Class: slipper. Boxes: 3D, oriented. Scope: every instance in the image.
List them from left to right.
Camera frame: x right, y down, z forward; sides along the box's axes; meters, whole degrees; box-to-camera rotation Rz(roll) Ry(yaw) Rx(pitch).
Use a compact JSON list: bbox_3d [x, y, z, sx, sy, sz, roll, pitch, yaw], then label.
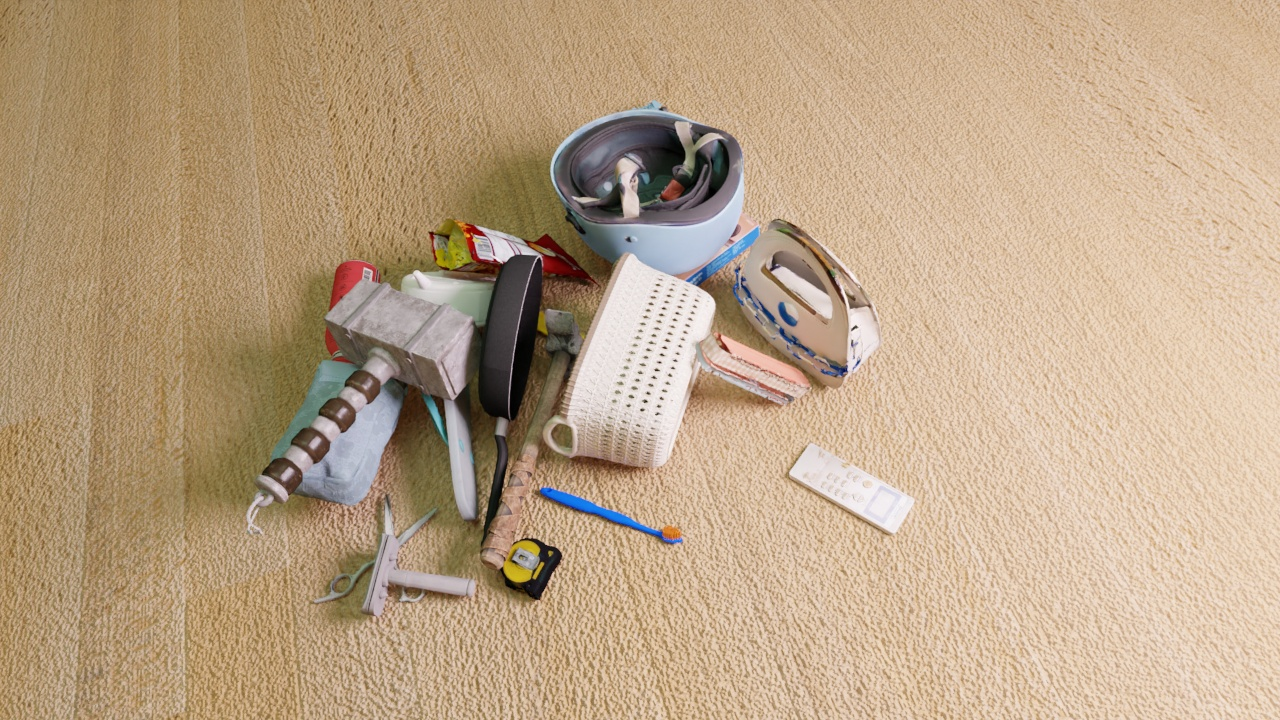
[{"bbox_3d":[-0.239,0.070,1.120,0.055,0.098,0.268,-12,57,-2],"label":"slipper"}]

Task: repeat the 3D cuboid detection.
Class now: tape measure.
[{"bbox_3d":[-0.127,0.231,1.034,0.061,0.034,0.061,16,59,19],"label":"tape measure"}]

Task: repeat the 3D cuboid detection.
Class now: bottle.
[{"bbox_3d":[-0.392,-0.052,1.244,0.062,0.062,0.176,-6,56,3],"label":"bottle"}]

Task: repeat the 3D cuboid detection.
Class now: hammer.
[{"bbox_3d":[-0.330,0.054,1.016,0.177,0.080,0.325,19,55,23],"label":"hammer"},{"bbox_3d":[-0.126,0.091,1.080,0.049,0.122,0.317,9,60,13],"label":"hammer"}]

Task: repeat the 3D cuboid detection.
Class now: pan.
[{"bbox_3d":[-0.166,0.044,1.093,0.044,0.204,0.355,10,79,-1],"label":"pan"}]

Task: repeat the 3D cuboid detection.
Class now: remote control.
[{"bbox_3d":[0.242,0.147,1.055,0.136,0.011,0.050,29,64,24],"label":"remote control"}]

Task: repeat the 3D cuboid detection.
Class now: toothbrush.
[{"bbox_3d":[-0.036,0.177,1.068,0.183,0.018,0.016,17,35,18],"label":"toothbrush"}]

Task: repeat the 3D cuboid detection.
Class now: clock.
[{"bbox_3d":[-0.246,-0.088,1.197,0.125,0.073,0.160,9,14,21],"label":"clock"}]

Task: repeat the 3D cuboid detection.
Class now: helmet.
[{"bbox_3d":[0.008,-0.210,1.190,0.225,0.167,0.266,-38,57,-22],"label":"helmet"}]

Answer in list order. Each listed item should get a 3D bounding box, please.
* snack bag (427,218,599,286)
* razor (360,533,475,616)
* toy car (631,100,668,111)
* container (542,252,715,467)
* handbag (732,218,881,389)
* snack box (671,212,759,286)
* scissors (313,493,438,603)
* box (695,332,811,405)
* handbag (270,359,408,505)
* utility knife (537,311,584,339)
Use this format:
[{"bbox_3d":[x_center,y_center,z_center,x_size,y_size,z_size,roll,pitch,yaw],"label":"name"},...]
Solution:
[{"bbox_3d":[-0.166,-0.146,1.224,0.207,0.067,0.139,-3,29,-45],"label":"snack bag"},{"bbox_3d":[-0.244,0.247,1.028,0.116,0.047,0.088,8,63,1],"label":"razor"},{"bbox_3d":[0.027,-0.347,1.408,0.060,0.027,0.107,-24,66,-8],"label":"toy car"},{"bbox_3d":[-0.006,0.006,1.088,0.143,0.185,0.245,17,62,7],"label":"container"},{"bbox_3d":[0.195,-0.069,1.096,0.093,0.200,0.200,-40,58,-14],"label":"handbag"},{"bbox_3d":[0.081,-0.160,1.270,0.151,0.034,0.087,-38,59,-16],"label":"snack box"},{"bbox_3d":[-0.304,0.232,1.070,0.174,0.014,0.141,-32,60,-12],"label":"scissors"},{"bbox_3d":[0.135,0.008,1.065,0.056,0.186,0.059,3,78,44],"label":"box"},{"bbox_3d":[-0.357,0.090,1.112,0.122,0.119,0.191,7,49,1],"label":"handbag"},{"bbox_3d":[-0.108,-0.035,1.223,0.151,0.017,0.030,27,68,24],"label":"utility knife"}]
